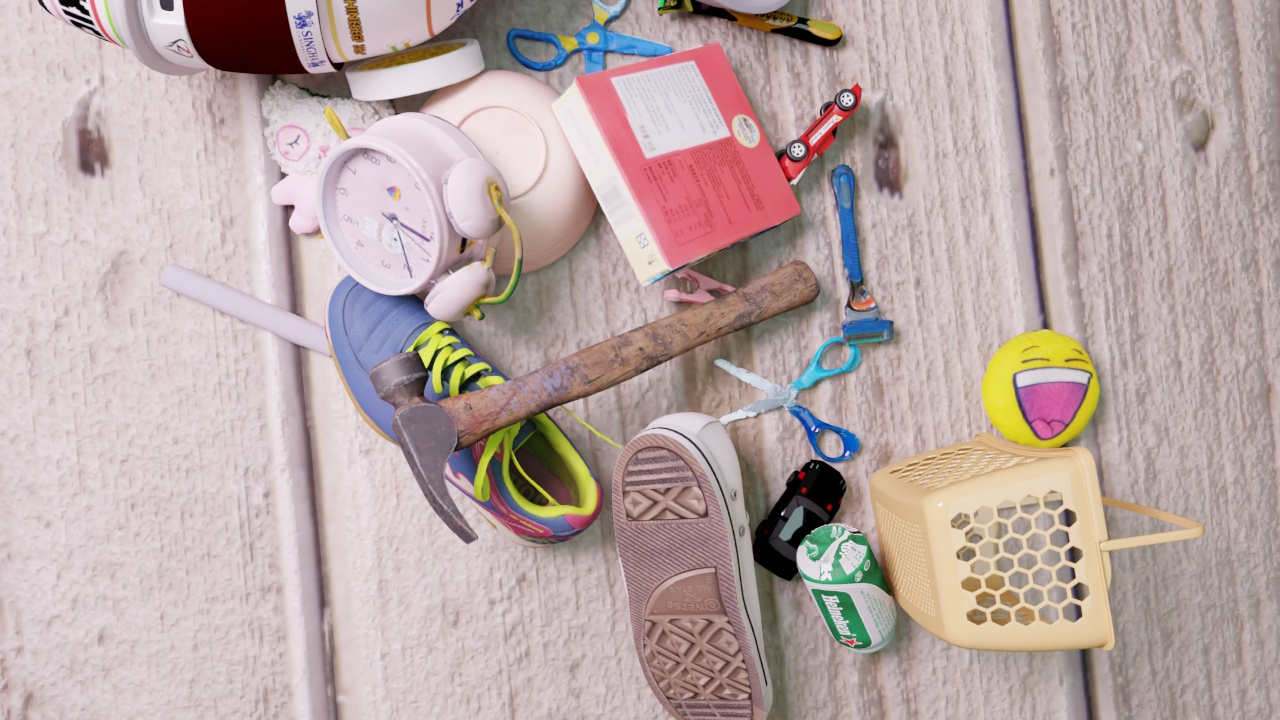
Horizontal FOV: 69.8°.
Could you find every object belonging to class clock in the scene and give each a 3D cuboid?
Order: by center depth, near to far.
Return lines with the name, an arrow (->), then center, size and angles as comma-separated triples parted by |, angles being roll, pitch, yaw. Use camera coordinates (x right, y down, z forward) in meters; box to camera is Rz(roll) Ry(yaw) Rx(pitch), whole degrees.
clock -> -0.139, -0.090, 0.595 | 0.158, 0.058, 0.117 | 29, 124, 16

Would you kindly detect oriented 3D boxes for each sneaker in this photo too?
sneaker -> -0.115, 0.023, 0.630 | 0.242, 0.091, 0.116 | 47, 60, -5
sneaker -> 0.046, 0.148, 0.659 | 0.091, 0.097, 0.245 | -7, 106, 27

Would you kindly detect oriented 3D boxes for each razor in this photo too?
razor -> 0.086, -0.266, 0.704 | 0.144, 0.021, 0.044 | 12, 68, -5
razor -> 0.165, -0.082, 0.708 | 0.044, 0.018, 0.141 | -6, 85, -13

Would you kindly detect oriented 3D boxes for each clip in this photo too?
clip -> 0.046, -0.058, 0.693 | 0.060, 0.023, 0.045 | -7, 88, -3

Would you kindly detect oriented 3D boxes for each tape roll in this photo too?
tape roll -> -0.157, -0.204, 0.640 | 0.094, 0.094, 0.019 | -16, 118, -7

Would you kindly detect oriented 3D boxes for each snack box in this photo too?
snack box -> 0.030, -0.143, 0.654 | 0.144, 0.040, 0.142 | -27, 90, -36

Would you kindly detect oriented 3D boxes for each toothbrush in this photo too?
toothbrush -> -0.249, -0.023, 0.658 | 0.188, 0.018, 0.019 | 24, 90, -5

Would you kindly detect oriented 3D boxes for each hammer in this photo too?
hammer -> -0.004, 0.003, 0.619 | 0.329, 0.033, 0.120 | -23, 85, -27

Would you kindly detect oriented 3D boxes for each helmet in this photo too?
helmet -> -0.191, -0.306, 0.566 | 0.236, 0.231, 0.314 | 16, 75, -7

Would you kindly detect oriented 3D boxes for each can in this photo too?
can -> 0.149, 0.163, 0.660 | 0.053, 0.053, 0.101 | -33, 123, -7

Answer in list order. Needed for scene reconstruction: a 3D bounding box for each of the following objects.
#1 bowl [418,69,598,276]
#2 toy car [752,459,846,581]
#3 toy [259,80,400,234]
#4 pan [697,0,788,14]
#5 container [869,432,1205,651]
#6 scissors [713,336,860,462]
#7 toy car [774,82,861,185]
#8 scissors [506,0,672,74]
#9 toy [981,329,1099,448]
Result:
bowl -> -0.100, -0.140, 0.651 | 0.153, 0.076, 0.153 | 0, 88, -6
toy car -> 0.121, 0.118, 0.685 | 0.042, 0.036, 0.091 | 34, 85, -4
toy -> -0.224, -0.144, 0.657 | 0.095, 0.041, 0.109 | 3, 93, -8
pan -> -0.009, -0.373, 0.605 | 0.356, 0.051, 0.200 | 31, 63, -33
container -> 0.262, 0.119, 0.629 | 0.167, 0.183, 0.129 | -9, 88, 0
scissors -> 0.117, 0.037, 0.700 | 0.129, 0.014, 0.119 | -19, 91, -5
toy car -> 0.134, -0.171, 0.697 | 0.025, 0.038, 0.089 | 45, 84, -6
scissors -> -0.037, -0.246, 0.696 | 0.125, 0.013, 0.130 | 8, 89, -5
toy -> 0.308, 0.023, 0.708 | 0.095, 0.041, 0.094 | 1, 91, -9
